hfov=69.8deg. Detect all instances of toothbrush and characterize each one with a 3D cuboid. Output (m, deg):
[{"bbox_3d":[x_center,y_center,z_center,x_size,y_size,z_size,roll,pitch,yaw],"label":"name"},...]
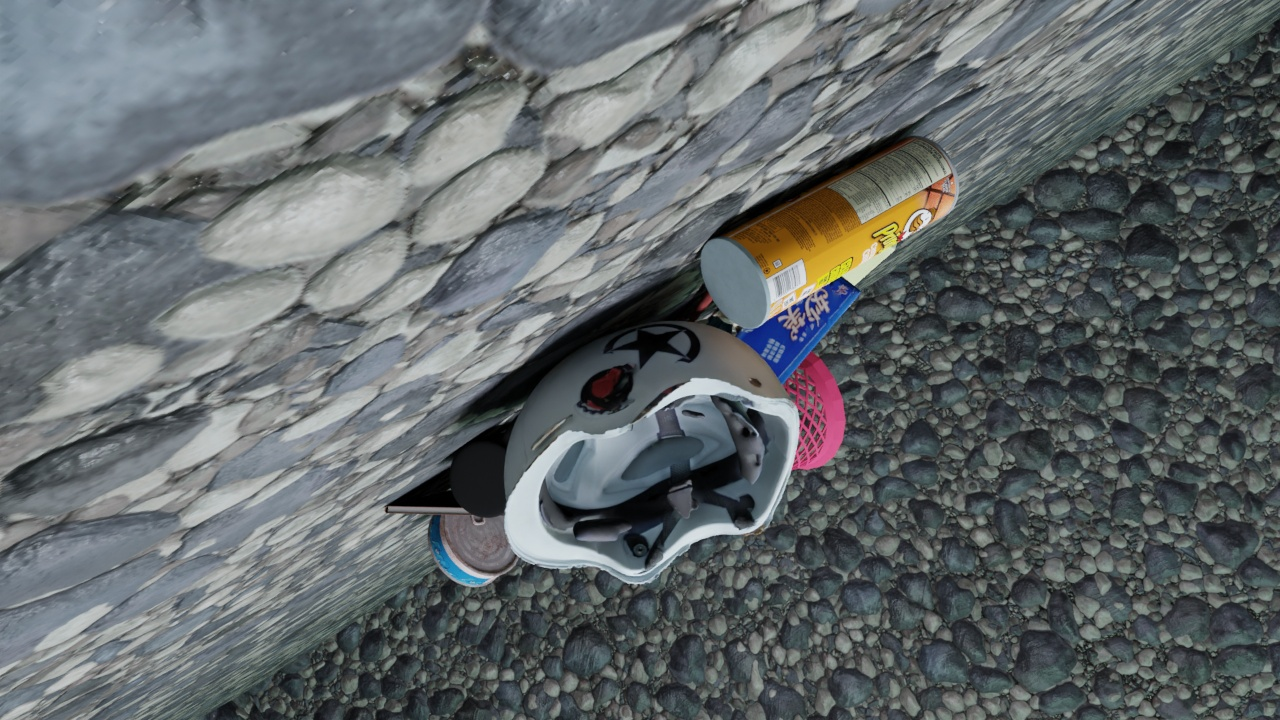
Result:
[{"bbox_3d":[0.059,-0.057,0.916,0.016,0.016,0.190,-33,173,-17],"label":"toothbrush"}]

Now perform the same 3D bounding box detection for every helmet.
[{"bbox_3d":[-0.004,0.065,0.806,0.264,0.163,0.237,-20,137,-7],"label":"helmet"}]

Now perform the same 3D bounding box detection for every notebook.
[{"bbox_3d":[-0.191,0.165,1.072,0.141,0.008,0.209,0,177,6],"label":"notebook"}]

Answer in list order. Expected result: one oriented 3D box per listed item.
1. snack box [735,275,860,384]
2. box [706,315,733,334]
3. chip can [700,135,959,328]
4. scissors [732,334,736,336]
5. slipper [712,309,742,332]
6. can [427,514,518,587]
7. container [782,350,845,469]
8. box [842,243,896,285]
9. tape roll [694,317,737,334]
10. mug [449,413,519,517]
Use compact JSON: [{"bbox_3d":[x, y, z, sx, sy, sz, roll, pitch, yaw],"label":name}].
[{"bbox_3d":[0.134,-0.013,0.958,0.203,0.069,0.155,-51,175,10],"label":"snack box"},{"bbox_3d":[0.001,0.060,0.987,0.232,0.047,0.176,-52,168,28],"label":"box"},{"bbox_3d":[0.154,-0.106,0.731,0.214,0.075,0.075,-30,173,-24],"label":"chip can"},{"bbox_3d":[0.137,-0.038,1.085,0.172,0.013,0.171,-14,156,-48],"label":"scissors"},{"bbox_3d":[0.123,-0.042,1.200,0.114,0.054,0.273,-25,170,-14],"label":"slipper"},{"bbox_3d":[-0.235,0.252,1.305,0.044,0.130,0.129,-37,173,34],"label":"can"},{"bbox_3d":[0.116,0.087,1.164,0.225,0.183,0.184,-19,167,-37],"label":"container"},{"bbox_3d":[0.220,-0.124,1.040,0.077,0.090,0.188,0,167,-10],"label":"box"},{"bbox_3d":[0.069,-0.021,1.094,0.093,0.018,0.094,-17,158,-7],"label":"tape roll"},{"bbox_3d":[-0.134,0.100,0.941,0.114,0.078,0.088,-62,168,10],"label":"mug"}]
